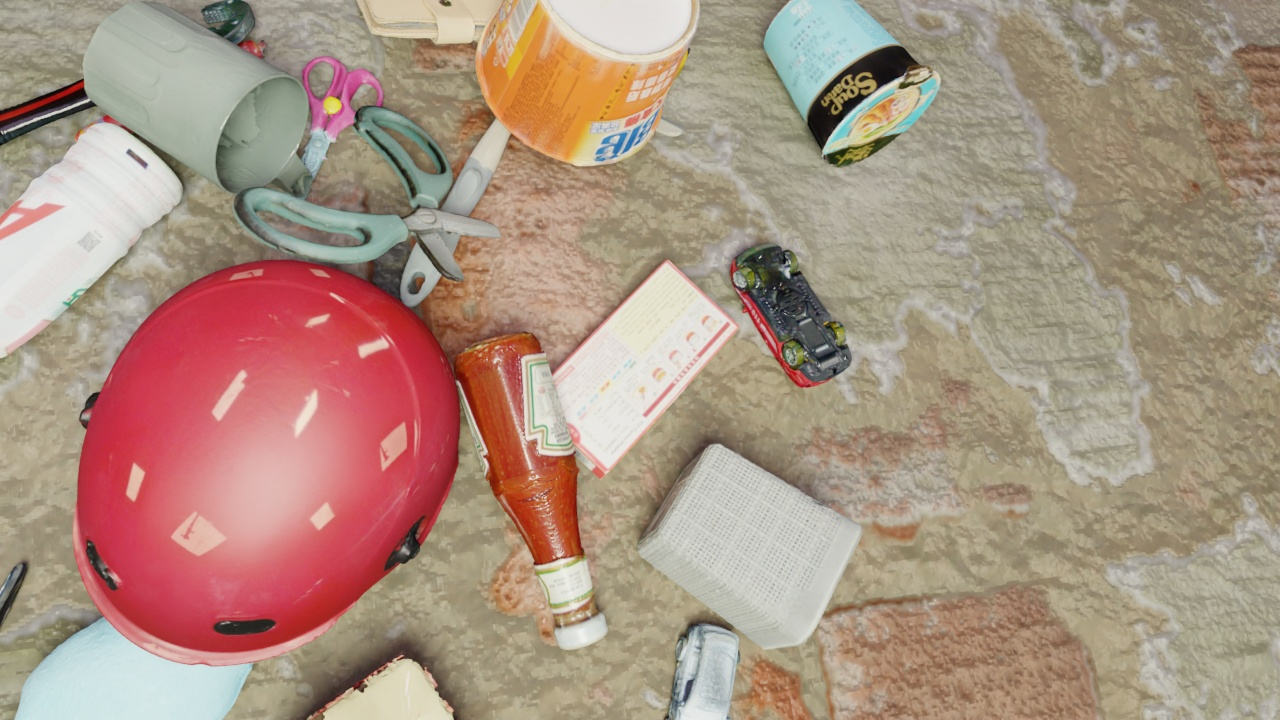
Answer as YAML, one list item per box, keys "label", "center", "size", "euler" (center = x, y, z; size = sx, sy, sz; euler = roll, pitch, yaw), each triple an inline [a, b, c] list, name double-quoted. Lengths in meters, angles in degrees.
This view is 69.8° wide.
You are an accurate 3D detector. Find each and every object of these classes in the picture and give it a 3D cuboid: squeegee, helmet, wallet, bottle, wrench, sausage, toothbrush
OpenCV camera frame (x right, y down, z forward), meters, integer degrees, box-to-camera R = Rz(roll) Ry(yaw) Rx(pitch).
- label: "squeegee"
  center: [-0.117, -0.147, 0.682]
  size: [0.246, 0.039, 0.246]
  euler: [26, 68, -5]
- label: "helmet"
  center: [-0.209, 0.041, 0.522]
  size: [0.207, 0.144, 0.239]
  euler: [26, 54, -6]
- label: "wallet"
  center: [-0.156, -0.273, 0.702]
  size: [0.115, 0.024, 0.087]
  euler: [-8, 58, -29]
- label: "bottle"
  center: [-0.379, -0.060, 0.571]
  size: [0.068, 0.068, 0.196]
  euler: [36, 70, -1]
- label: "wrench"
  center: [-0.388, -0.182, 0.626]
  size: [0.272, 0.016, 0.056]
  euler: [-36, 54, -21]
- label: "sausage"
  center: [-0.332, -0.188, 0.649]
  size: [0.155, 0.020, 0.020]
  euler: [-41, 86, -22]
- label: "toothbrush"
  center: [-0.391, 0.200, 0.509]
  size: [0.018, 0.016, 0.180]
  euler: [18, 69, 1]
- label: "bottle"
  center: [-0.067, 0.085, 0.600]
  size: [0.059, 0.060, 0.206]
  euler: [-17, 89, -19]

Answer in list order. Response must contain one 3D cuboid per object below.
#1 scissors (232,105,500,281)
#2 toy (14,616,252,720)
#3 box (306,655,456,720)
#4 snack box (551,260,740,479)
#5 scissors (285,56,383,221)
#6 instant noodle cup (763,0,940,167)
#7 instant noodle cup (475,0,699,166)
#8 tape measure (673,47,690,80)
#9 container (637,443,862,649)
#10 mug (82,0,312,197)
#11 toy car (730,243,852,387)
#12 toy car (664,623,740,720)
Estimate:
- label: "scissors"
  center: [-0.182, -0.116, 0.604]
  size: [0.173, 0.019, 0.170]
  euler: [-1, 50, -33]
- label: "toy"
  center: [-0.275, 0.165, 0.533]
  size: [0.161, 0.050, 0.156]
  euler: [-11, 66, -23]
- label: "box"
  center: [-0.122, 0.257, 0.512]
  size: [0.091, 0.080, 0.168]
  euler: [-28, 81, -48]
- label: "snack box"
  center: [-0.004, 0.004, 0.668]
  size: [0.077, 0.027, 0.155]
  euler: [43, 67, 2]
- label: "scissors"
  center: [-0.230, -0.159, 0.671]
  size: [0.063, 0.017, 0.135]
  euler: [18, 73, -18]
- label: "instant noodle cup"
  center: [0.166, -0.241, 0.757]
  size: [0.111, 0.111, 0.120]
  euler: [-24, 73, -21]
- label: "instant noodle cup"
  center: [-0.033, -0.233, 0.656]
  size: [0.151, 0.112, 0.151]
  euler: [7, 69, -19]
- label: "tape measure"
  center: [0.011, -0.257, 0.757]
  size: [0.060, 0.029, 0.057]
  euler: [-25, 81, -20]
- label: "container"
  center: [0.068, 0.122, 0.617]
  size: [0.114, 0.090, 0.090]
  euler: [34, 67, 1]
- label: "mug"
  center: [-0.278, -0.160, 0.595]
  size: [0.103, 0.124, 0.083]
  euler: [31, 77, 5]
- label: "toy car"
  center: [0.111, -0.033, 0.701]
  size: [0.052, 0.045, 0.120]
  euler: [-21, 73, -22]
- label: "toy car"
  center: [0.043, 0.221, 0.607]
  size: [0.043, 0.034, 0.090]
  euler: [18, 70, -12]
